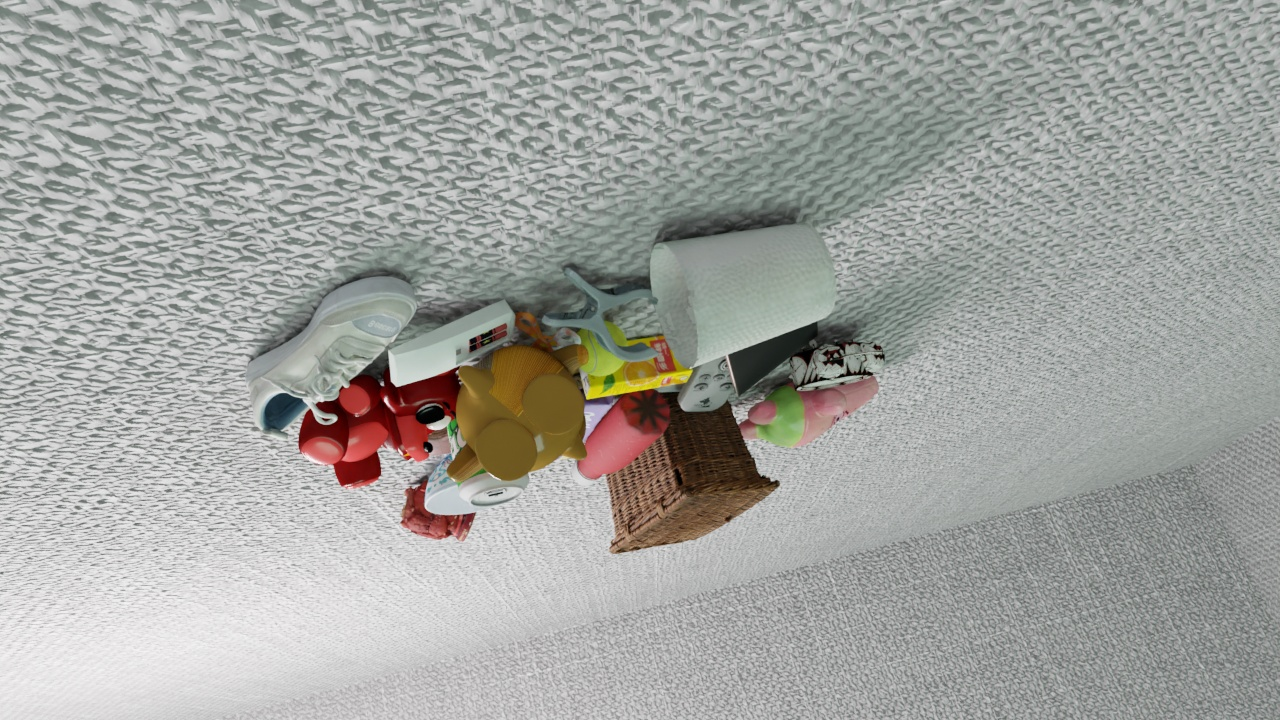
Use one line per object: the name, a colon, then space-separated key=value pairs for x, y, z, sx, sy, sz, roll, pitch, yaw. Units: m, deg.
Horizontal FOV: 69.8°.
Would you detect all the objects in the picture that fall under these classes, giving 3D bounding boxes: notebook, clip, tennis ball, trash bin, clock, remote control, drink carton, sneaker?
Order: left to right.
sneaker: x=-0.308 y=0.005 z=0.920 sx=0.243 sy=0.090 sz=0.089 roll=-30 pitch=152 yaw=28
remote control: x=-0.191 y=-0.016 z=0.956 sx=0.143 sy=0.024 sz=0.050 roll=-28 pitch=149 yaw=-30
tennis ball: x=-0.047 y=-0.014 z=1.067 sx=0.065 sy=0.065 sz=0.065 roll=-13 pitch=156 yaw=-6
clip: x=-0.040 y=-0.028 z=1.001 sx=0.166 sy=0.028 sz=0.127 roll=14 pitch=102 yaw=-41
drink carton: x=-0.007 y=0.007 z=1.147 sx=0.134 sy=0.058 sz=0.043 roll=-9 pitch=158 yaw=-15
remote control: x=0.104 y=0.013 z=1.220 sx=0.074 sy=0.019 sz=0.151 roll=0 pitch=134 yaw=-30
trash bin: x=0.108 y=-0.075 z=0.959 sx=0.161 sy=0.133 sz=0.133 roll=-15 pitch=157 yaw=-14
notebook: x=0.169 y=-0.033 z=1.166 sx=0.141 sy=0.008 sz=0.209 roll=-37 pitch=157 yaw=-4
clock: x=0.275 y=-0.003 z=1.284 sx=0.114 sy=0.065 sz=0.155 roll=-6 pitch=170 yaw=-20

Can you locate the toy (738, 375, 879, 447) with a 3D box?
toy: x=0.270 y=0.075 z=1.432 sx=0.236 sy=0.096 sz=0.192 roll=-17 pitch=166 yaw=-16

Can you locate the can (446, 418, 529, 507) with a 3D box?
can: x=-0.193 y=0.106 z=1.150 sx=0.087 sy=0.139 sz=0.088 roll=-13 pitch=156 yaw=-6

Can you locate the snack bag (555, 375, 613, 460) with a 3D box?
snack bag: x=-0.113 y=0.078 z=1.244 sx=0.096 sy=0.058 sz=0.206 roll=-6 pitch=152 yaw=-28

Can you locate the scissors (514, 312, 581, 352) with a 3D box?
scissors: x=-0.099 y=-0.018 z=1.046 sx=0.097 sy=0.012 sz=0.133 roll=16 pitch=160 yaw=13

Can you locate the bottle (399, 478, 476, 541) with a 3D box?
bottle: x=-0.308 y=0.221 z=1.399 sx=0.111 sy=0.098 sz=0.099 roll=21 pitch=146 yaw=-12

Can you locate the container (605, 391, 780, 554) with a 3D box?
container: x=0.052 y=0.155 z=1.353 sx=0.162 sy=0.183 sz=0.251 roll=-2 pitch=154 yaw=-30

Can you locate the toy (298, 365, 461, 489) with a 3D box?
toy: x=-0.277 y=0.061 z=1.043 sx=0.197 sy=0.120 sz=0.158 roll=-23 pitch=153 yaw=-4

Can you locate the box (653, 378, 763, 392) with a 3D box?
box: x=0.081 y=0.020 z=1.266 sx=0.209 sy=0.033 sz=0.065 roll=-1 pitch=155 yaw=-28

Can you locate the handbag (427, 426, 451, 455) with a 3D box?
handbag: x=-0.271 y=0.088 z=1.212 sx=0.055 sy=0.029 sz=0.120 roll=-11 pitch=151 yaw=-5

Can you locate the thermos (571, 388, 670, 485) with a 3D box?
thermos: x=-0.038 y=0.117 z=1.286 sx=0.073 sy=0.073 sz=0.241 roll=-2 pitch=154 yaw=-28

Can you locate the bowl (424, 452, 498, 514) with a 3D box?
bowl: x=-0.244 y=0.163 z=1.326 sx=0.144 sy=0.074 sz=0.144 roll=-13 pitch=156 yaw=-6

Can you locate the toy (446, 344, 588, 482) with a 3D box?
toy: x=-0.126 y=0.058 z=1.039 sx=0.198 sy=0.162 sz=0.203 roll=-45 pitch=-178 yaw=1
